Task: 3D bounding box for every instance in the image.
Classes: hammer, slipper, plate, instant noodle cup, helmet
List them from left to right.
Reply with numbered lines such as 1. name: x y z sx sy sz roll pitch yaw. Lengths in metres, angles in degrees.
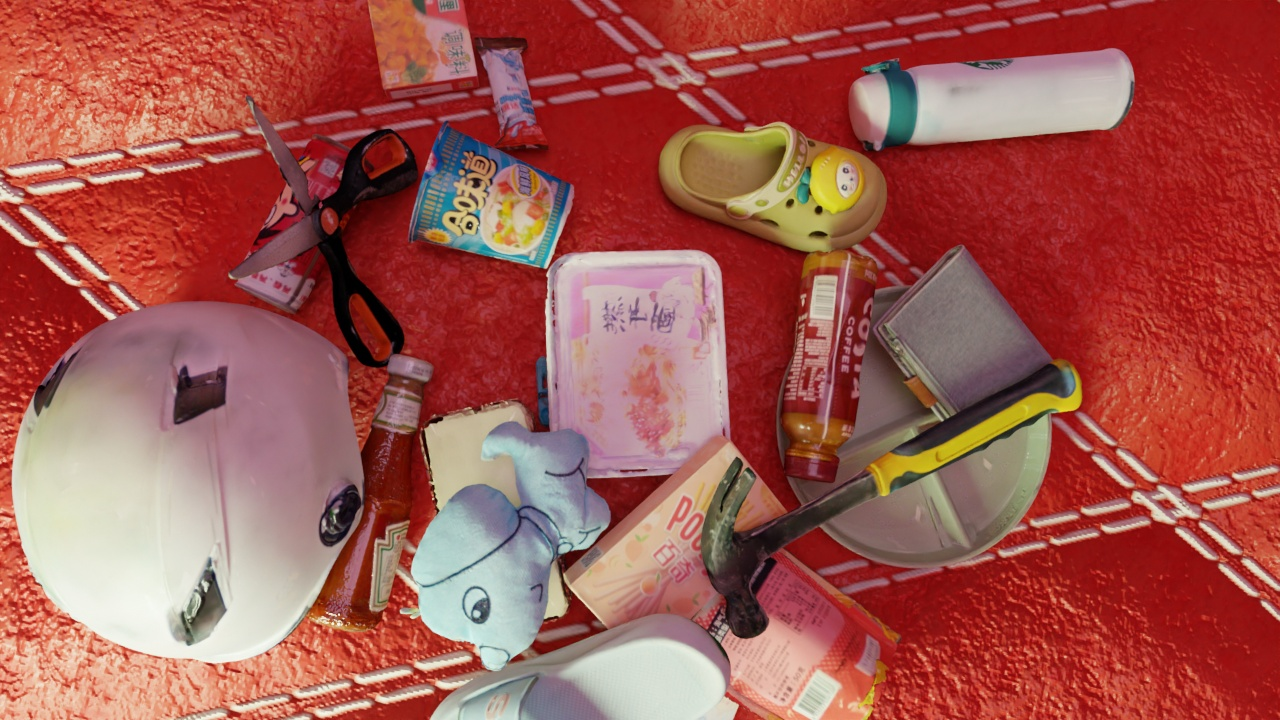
1. helmet: -0.317 0.079 0.617 0.229 0.146 0.258 4 81 12
2. instant noodle cup: -0.113 -0.120 0.714 0.110 0.099 0.099 18 82 -11
3. slipper: -0.047 0.258 0.646 0.246 0.074 0.104 -30 105 20
4. instant noodle cup: -0.004 0.004 0.722 0.138 0.060 0.173 -2 82 -5
5. slipper: 0.109 -0.145 0.739 0.190 0.081 0.091 12 85 -1
6. hammer: 0.189 0.079 0.677 0.323 0.032 0.126 -25 114 -11
7. plate: 0.222 0.053 0.751 0.230 0.027 0.230 1 83 -5

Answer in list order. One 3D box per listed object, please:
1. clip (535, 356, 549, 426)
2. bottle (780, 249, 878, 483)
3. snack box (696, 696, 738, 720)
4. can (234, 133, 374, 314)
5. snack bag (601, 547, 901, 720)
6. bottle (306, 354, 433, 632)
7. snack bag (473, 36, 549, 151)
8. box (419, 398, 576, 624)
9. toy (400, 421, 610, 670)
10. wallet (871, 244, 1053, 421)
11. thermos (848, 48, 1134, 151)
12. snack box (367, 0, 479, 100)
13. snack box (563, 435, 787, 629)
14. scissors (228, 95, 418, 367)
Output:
1. clip: -0.076 0.025 0.734 0.014 0.046 0.057 -2 83 -4
2. bottle: 0.142 0.005 0.707 0.057 0.057 0.174 11 83 -4
3. snack box: 0.007 0.314 0.704 0.084 0.027 0.156 24 82 -1
4. can: -0.262 -0.105 0.716 0.053 0.053 0.132 25 82 -2
5. snack bag: 0.088 0.202 0.708 0.208 0.073 0.128 31 77 7
6. bottle: -0.200 0.097 0.696 0.060 0.060 0.206 14 82 -3
7. snack bag: -0.106 -0.219 0.756 0.048 0.026 0.104 -8 84 -18
8. box: -0.106 0.117 0.692 0.091 0.078 0.168 -13 85 -6
9. toy: -0.095 0.128 0.637 0.156 0.050 0.161 -18 87 -7
10. wallet: 0.254 -0.008 0.727 0.106 0.037 0.129 -42 100 -7
11. thermos: 0.288 -0.220 0.767 0.224 0.073 0.073 -6 84 -5
12. snack box: -0.185 -0.297 0.757 0.077 0.027 0.155 -11 85 -7
13. snack box: 0.029 0.137 0.675 0.157 0.026 0.084 -41 105 -7
14. scissors: -0.215 -0.100 0.666 0.022 0.231 0.220 0 46 18
